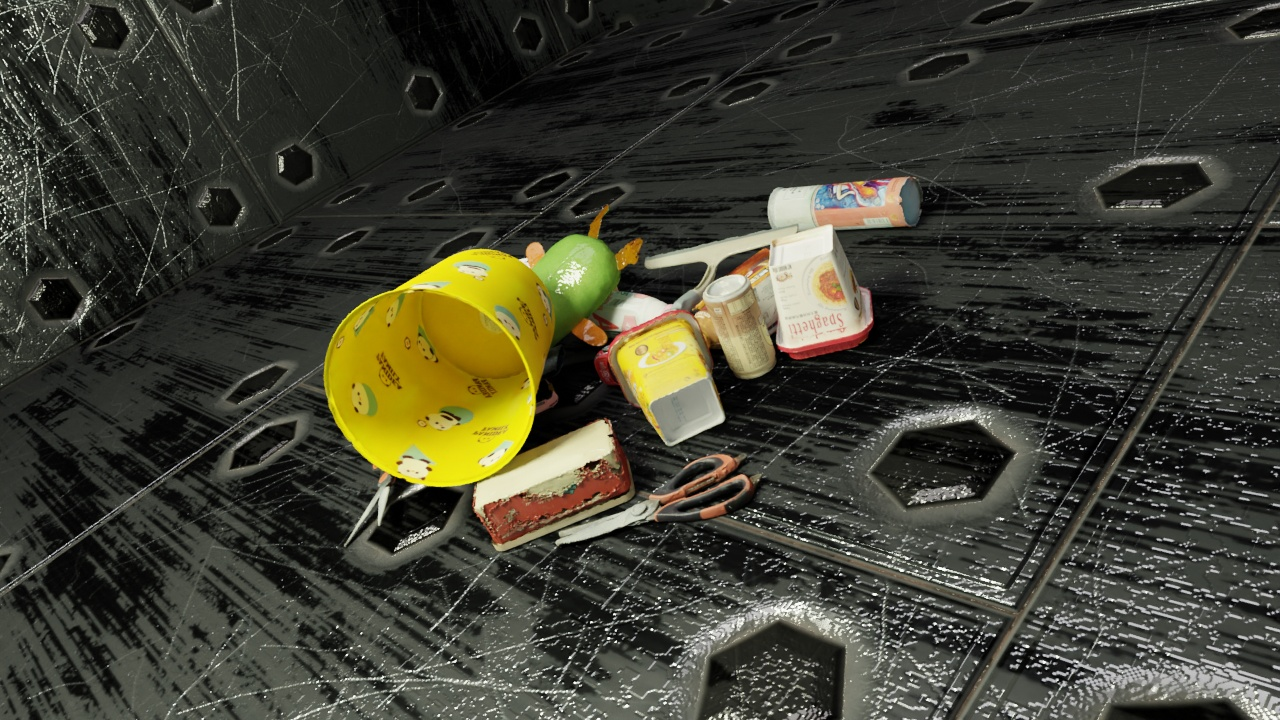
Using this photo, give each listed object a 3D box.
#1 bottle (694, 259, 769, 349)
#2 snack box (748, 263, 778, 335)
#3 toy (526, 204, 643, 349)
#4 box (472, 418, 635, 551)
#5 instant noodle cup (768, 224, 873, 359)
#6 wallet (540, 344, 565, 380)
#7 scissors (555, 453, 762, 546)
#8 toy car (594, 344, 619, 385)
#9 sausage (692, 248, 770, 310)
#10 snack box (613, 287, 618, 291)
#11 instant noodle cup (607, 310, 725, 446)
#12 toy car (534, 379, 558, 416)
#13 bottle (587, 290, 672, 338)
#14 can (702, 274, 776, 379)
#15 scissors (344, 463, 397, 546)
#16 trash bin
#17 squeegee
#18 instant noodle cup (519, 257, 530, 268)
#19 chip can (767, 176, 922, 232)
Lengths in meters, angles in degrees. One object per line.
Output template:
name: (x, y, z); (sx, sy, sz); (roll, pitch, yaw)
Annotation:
bottle: (0.122, -0.064, 1.194); (0.174, 0.057, 0.057); (-38, 30, -24)
snack box: (0.174, -0.085, 1.171); (0.153, 0.075, 0.026); (-37, 31, -23)
toy: (-0.102, -0.102, 1.279); (0.247, 0.090, 0.227); (-43, 50, 9)
box: (-0.099, 0.130, 1.005); (0.168, 0.079, 0.091); (-23, 26, 3)
instant noodle cup: (0.207, -0.084, 1.089); (0.116, 0.124, 0.116); (-14, 30, 20)
wallet: (-0.154, 0.016, 1.269); (0.097, 0.019, 0.120); (-22, 14, 6)
scissors: (0.015, 0.146, 0.957); (0.207, 0.015, 0.194); (4, 40, 42)
toy car: (-0.007, 0.007, 1.177); (0.121, 0.053, 0.045); (-5, 30, 34)
sausage: (0.134, -0.117, 1.318); (0.164, 0.021, 0.021); (-36, 30, -23)
snack box: (-0.090, -0.120, 1.422); (0.077, 0.094, 0.093); (-30, 28, -12)
instant noodle cup: (0.036, 0.023, 1.063); (0.116, 0.116, 0.123); (-24, 38, 0)
toy car: (-0.141, 0.049, 1.231); (0.056, 0.037, 0.122); (-22, 14, -9)
bottle: (-0.020, -0.064, 1.304); (0.197, 0.068, 0.068); (7, 41, 40)
can: (0.119, -0.040, 1.090); (0.058, 0.116, 0.058); (-18, 27, 10)
scissors: (-0.323, 0.144, 1.200); (0.220, 0.021, 0.225); (-55, 24, -16)
trash bin: (-0.213, -0.011, 1.089); (0.230, 0.230, 0.254); (-18, 18, 12)
squeegee: (0.071, -0.092, 1.226); (0.247, 0.039, 0.245); (-9, 27, 31)
instant noodle cup: (-0.198, -0.081, 1.417); (0.174, 0.138, 0.060); (-9, 8, 35)
chip can: (0.293, -0.222, 1.324); (0.215, 0.071, 0.071); (4, 38, 41)
